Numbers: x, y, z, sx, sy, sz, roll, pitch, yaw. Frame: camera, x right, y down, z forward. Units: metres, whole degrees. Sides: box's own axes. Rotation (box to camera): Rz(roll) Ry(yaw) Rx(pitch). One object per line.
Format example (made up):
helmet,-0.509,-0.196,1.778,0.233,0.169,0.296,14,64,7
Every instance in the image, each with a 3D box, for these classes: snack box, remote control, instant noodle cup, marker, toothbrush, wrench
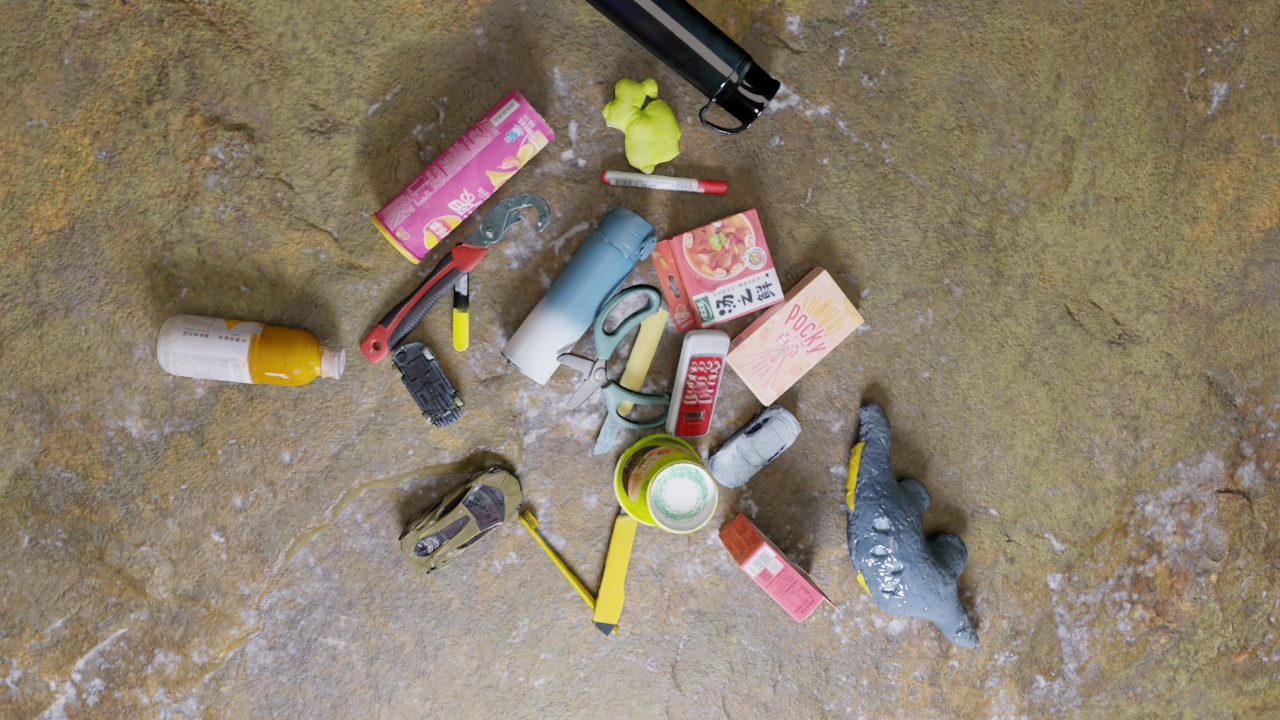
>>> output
snack box,0.087,-0.102,1.062,0.127,0.044,0.113,-21,100,-3
remote control,0.066,0.028,1.068,0.055,0.020,0.136,1,115,-24
instant noodle cup,0.035,0.145,1.045,0.111,0.123,0.111,0,91,-11
marker,-0.205,-0.073,1.050,0.018,0.015,0.124,1,95,1
toothbrush,-0.085,0.256,1.109,0.016,0.016,0.190,-38,100,-7
snack box,0.160,0.251,1.086,0.127,0.113,0.044,44,90,-10
wrench,-0.214,-0.095,1.034,0.273,0.016,0.056,-40,88,6
marker,0.028,-0.205,1.055,0.145,0.017,0.017,4,97,-6
snack box,0.180,-0.029,1.088,0.157,0.026,0.084,-42,108,1

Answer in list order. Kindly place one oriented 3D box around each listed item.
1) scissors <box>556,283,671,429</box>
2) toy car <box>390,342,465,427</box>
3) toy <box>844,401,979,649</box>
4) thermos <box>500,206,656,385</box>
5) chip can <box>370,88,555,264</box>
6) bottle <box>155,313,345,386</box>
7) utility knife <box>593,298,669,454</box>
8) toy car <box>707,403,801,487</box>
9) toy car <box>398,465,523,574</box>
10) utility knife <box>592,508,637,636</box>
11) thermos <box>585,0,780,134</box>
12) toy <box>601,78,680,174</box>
scissors,-0.006,0.005,1.056,0.170,0.019,0.171,36,92,-30
toy car,-0.243,0.026,1.050,0.049,0.031,0.105,-31,102,-2
toy,0.321,0.230,1.121,0.137,0.092,0.356,-35,103,-29
thermos,-0.068,-0.075,1.038,0.070,0.070,0.220,38,93,-10
chip can,-0.192,-0.201,1.004,0.210,0.071,0.071,-42,100,0
bottle,-0.424,-0.008,1.007,0.189,0.068,0.068,7,97,-7
utility knife,-0.011,0.019,1.082,0.031,0.021,0.204,21,89,-5
toy car,0.137,0.104,1.103,0.120,0.036,0.054,-40,101,3
toy car,-0.209,0.185,1.074,0.158,0.042,0.070,-37,101,-3
utility knife,-0.022,0.226,1.108,0.033,0.015,0.216,13,90,-15
thermos,0.037,-0.348,1.008,0.242,0.068,0.090,37,88,-10
toy,0.005,-0.267,1.037,0.100,0.031,0.097,28,92,-9
